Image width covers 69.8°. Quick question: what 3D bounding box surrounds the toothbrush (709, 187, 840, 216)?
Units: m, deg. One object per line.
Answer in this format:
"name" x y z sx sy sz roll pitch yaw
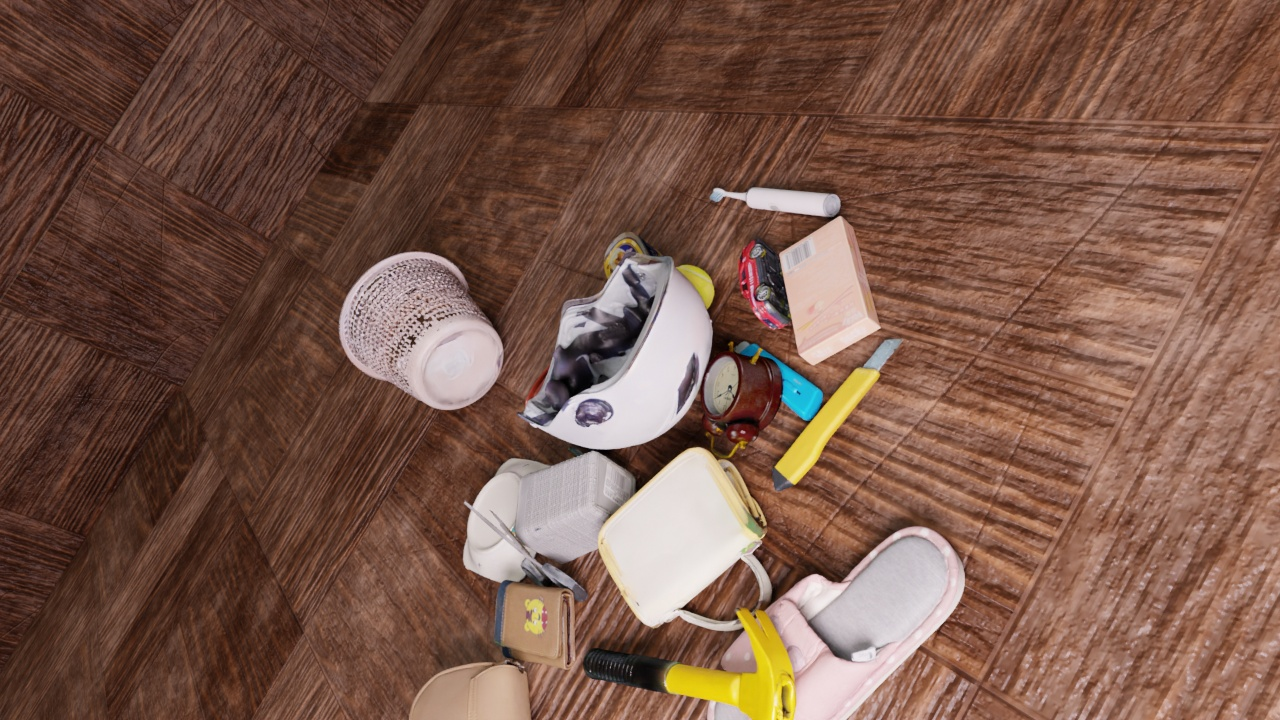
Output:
"toothbrush" 0.157 -0.198 1.127 0.026 0.027 0.221 -52 35 -12

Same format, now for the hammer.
"hammer" 0.033 0.289 0.835 0.302 0.032 0.128 -19 61 55

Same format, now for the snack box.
"snack box" 0.199 -0.077 0.982 0.085 0.026 0.157 -31 42 30

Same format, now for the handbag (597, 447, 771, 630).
"handbag" 0.057 0.199 0.918 0.164 0.063 0.178 -44 52 17

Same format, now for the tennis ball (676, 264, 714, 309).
"tennis ball" 0.057 -0.084 1.122 0.066 0.065 0.065 -30 43 32

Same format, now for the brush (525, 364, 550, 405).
"brush" -0.093 0.018 1.200 0.069 0.063 0.145 1 43 33

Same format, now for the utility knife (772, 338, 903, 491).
"utility knife" 0.193 0.053 0.898 0.192 0.015 0.033 -52 39 6

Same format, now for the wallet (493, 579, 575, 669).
"wallet" -0.119 0.298 1.039 0.115 0.033 0.090 -7 81 44

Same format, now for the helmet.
"helmet" -0.006 0.006 1.047 0.259 0.146 0.228 -30 32 41

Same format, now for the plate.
"plate" -0.179 0.202 1.200 0.165 0.034 0.163 1 65 50

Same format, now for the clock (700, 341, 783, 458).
"clock" 0.102 0.044 0.966 0.082 0.055 0.122 17 92 61

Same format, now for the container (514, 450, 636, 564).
"container" -0.071 0.167 1.056 0.115 0.090 0.090 -26 45 31

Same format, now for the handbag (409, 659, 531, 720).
"handbag" -0.173 0.425 0.970 0.148 0.100 0.204 -31 42 19

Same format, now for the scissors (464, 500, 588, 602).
"scissors" -0.128 0.218 1.033 0.014 0.178 0.160 -52 -9 -26

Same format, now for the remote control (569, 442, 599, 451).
"remote control" -0.071 0.086 1.171 0.136 0.024 0.053 17 73 56

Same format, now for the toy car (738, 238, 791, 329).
"toy car" 0.139 -0.084 1.038 0.045 0.053 0.120 -35 38 29

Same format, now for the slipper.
"slipper" 0.151 0.238 0.767 0.275 0.054 0.114 -45 37 18

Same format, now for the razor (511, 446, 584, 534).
"razor" -0.111 0.167 1.140 0.132 0.028 0.043 -49 43 -12

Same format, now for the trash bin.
"trash bin" -0.321 -0.031 1.418 0.192 0.227 0.227 36 91 42

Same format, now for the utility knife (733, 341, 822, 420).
"utility knife" 0.143 0.015 0.984 0.034 0.018 0.162 -53 34 5

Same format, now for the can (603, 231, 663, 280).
"can" -0.002 -0.114 1.228 0.075 0.049 0.148 -43 37 16
